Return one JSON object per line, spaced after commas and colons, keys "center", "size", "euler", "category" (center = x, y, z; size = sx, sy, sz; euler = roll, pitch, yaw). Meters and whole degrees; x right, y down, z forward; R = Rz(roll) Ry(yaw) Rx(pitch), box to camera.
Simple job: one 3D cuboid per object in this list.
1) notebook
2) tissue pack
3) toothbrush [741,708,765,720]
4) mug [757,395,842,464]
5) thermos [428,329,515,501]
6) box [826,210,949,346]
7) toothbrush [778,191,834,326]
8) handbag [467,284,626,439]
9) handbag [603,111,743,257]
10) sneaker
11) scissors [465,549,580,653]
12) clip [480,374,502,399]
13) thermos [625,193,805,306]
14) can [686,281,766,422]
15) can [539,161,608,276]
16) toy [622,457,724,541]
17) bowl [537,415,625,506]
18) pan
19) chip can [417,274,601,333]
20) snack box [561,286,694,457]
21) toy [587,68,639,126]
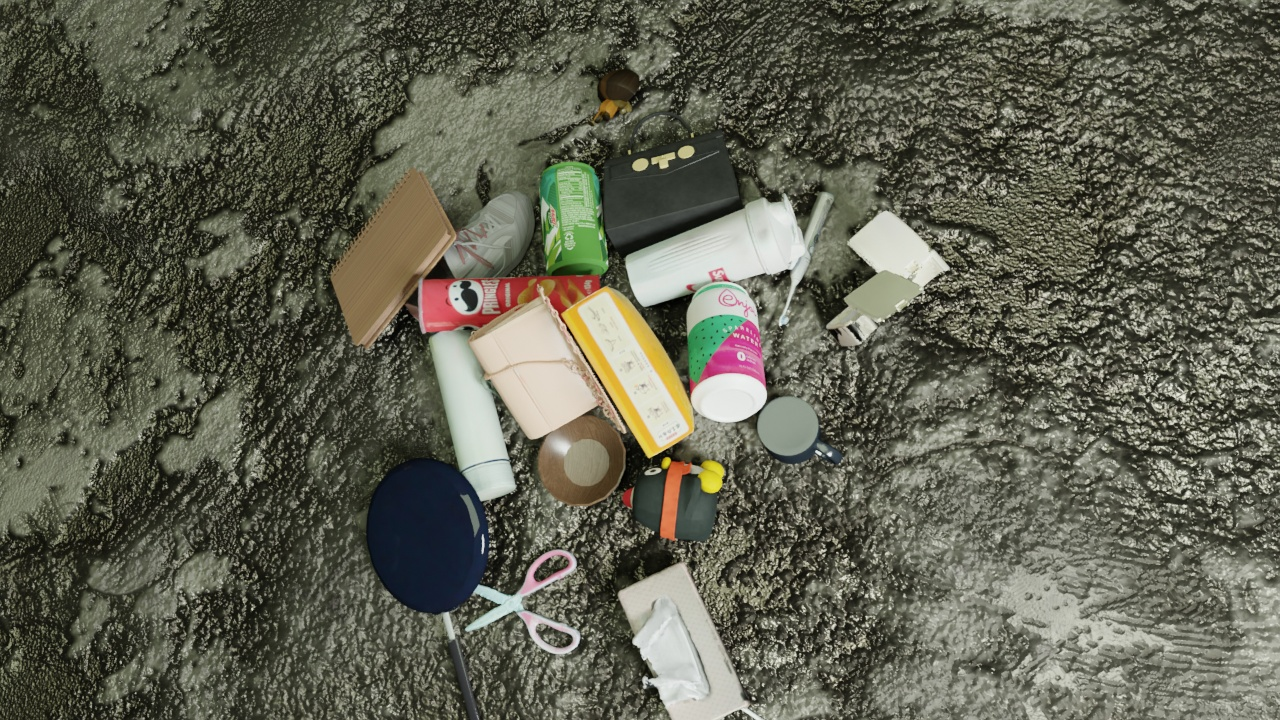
{"center": [-0.346, -0.145, 1.257], "size": [0.211, 0.022, 0.169], "euler": [-47, 50, 18], "category": "notebook"}
{"center": [0.044, 0.338, 1.074], "size": [0.104, 0.071, 0.181], "euler": [-24, 71, -1], "category": "tissue pack"}
{"center": [0.080, 0.391, 1.089], "size": [0.187, 0.012, 0.017], "euler": [29, 88, 18], "category": "toothbrush"}
{"center": [0.193, 0.093, 1.097], "size": [0.105, 0.077, 0.071], "euler": [31, 85, 18], "category": "mug"}
{"center": [-0.223, 0.069, 1.211], "size": [0.068, 0.068, 0.230], "euler": [-20, 74, 8], "category": "thermos"}
{"center": [0.274, -0.101, 1.050], "size": [0.143, 0.194, 0.101], "euler": [-41, 92, -4], "category": "box"}
{"center": [0.208, -0.130, 1.176], "size": [0.024, 0.022, 0.185], "euler": [16, 79, 33], "category": "toothbrush"}
{"center": [-0.125, 0.015, 1.094], "size": [0.116, 0.187, 0.199], "euler": [-30, 109, -4], "category": "handbag"}
{"center": [0.036, -0.258, 1.238], "size": [0.176, 0.072, 0.195], "euler": [-13, 64, 10], "category": "handbag"}
{"center": [-0.238, -0.145, 1.252], "size": [0.099, 0.089, 0.236], "euler": [36, 87, 19], "category": "sneaker"}
{"center": [-0.143, 0.319, 1.159], "size": [0.172, 0.014, 0.158], "euler": [-30, 72, 5], "category": "scissors"}
{"center": [-0.186, 0.032, 1.205], "size": [0.047, 0.076, 0.023], "euler": [-23, 72, 6], "category": "clip"}
{"center": [0.096, -0.135, 1.171], "size": [0.221, 0.099, 0.099], "euler": [-17, 73, 17], "category": "thermos"}
{"center": [0.102, -0.011, 1.113], "size": [0.088, 0.088, 0.165], "euler": [-10, 49, 11], "category": "can"}
{"center": [-0.090, -0.184, 1.229], "size": [0.083, 0.083, 0.144], "euler": [-9, 75, 11], "category": "can"}
{"center": [0.036, 0.167, 1.108], "size": [0.119, 0.097, 0.100], "euler": [7, 97, 7], "category": "toy"}
{"center": [-0.072, 0.130, 1.178], "size": [0.118, 0.030, 0.117], "euler": [-3, 76, 13], "category": "bowl"}
{"center": [-0.255, 0.299, 1.165], "size": [0.199, 0.021, 0.356], "euler": [-22, 81, 27], "category": "pan"}
{"center": [-0.167, -0.075, 1.195], "size": [0.233, 0.073, 0.073], "euler": [-2, 76, -6], "category": "chip can"}
{"center": [-0.007, 0.006, 1.104], "size": [0.080, 0.145, 0.195], "euler": [-31, 92, 2], "category": "snack box"}
{"center": [-0.039, -0.359, 1.271], "size": [0.076, 0.062, 0.100], "euler": [6, 58, 51], "category": "toy"}
